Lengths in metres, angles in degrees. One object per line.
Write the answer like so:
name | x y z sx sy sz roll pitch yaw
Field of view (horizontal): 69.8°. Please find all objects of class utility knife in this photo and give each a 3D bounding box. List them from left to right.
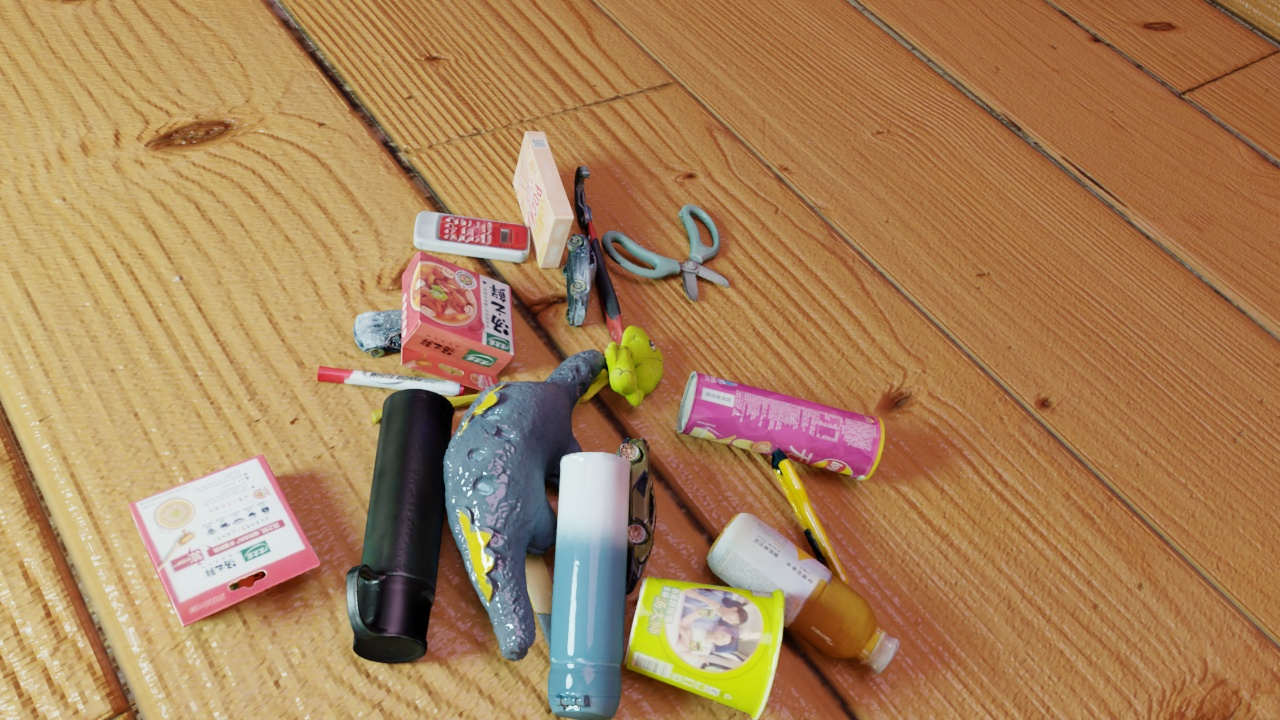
utility knife | -0.102 0.189 0.840 0.031 0.021 0.204 -12 49 -24
utility knife | 0.180 0.184 0.913 0.015 0.033 0.216 -17 65 -17

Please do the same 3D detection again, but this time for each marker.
marker | -0.253 0.022 0.935 0.145 0.017 0.017 7 50 -11
marker | -0.030 0.008 1.017 0.018 0.015 0.123 40 51 11

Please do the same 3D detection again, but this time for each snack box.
snack box | -0.348 0.156 0.774 0.113 0.044 0.127 -22 59 -32
snack box | -0.190 -0.039 0.960 0.113 0.044 0.127 20 42 -34
snack box | -0.120 -0.196 1.114 0.026 0.085 0.157 -2 52 -23

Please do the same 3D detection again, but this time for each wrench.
wrench | -0.051 -0.126 1.103 0.016 0.056 0.273 -3 56 -17

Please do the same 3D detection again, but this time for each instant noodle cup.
instant noodle cup | 0.052 0.239 0.795 0.123 0.112 0.111 13 48 4

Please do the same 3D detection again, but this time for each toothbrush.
toothbrush | -0.177 0.044 0.939 0.189 0.016 0.016 -9 40 -24

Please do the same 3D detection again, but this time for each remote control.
remote control | -0.199 -0.148 1.091 0.136 0.020 0.055 7 50 -12

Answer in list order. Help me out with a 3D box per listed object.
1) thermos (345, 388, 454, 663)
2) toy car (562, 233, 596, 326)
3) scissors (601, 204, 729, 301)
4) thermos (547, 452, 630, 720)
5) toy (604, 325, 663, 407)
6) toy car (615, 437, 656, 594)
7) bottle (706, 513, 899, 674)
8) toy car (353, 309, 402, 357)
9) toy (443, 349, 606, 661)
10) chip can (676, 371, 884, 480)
thermos | -0.211 0.133 0.807 0.068 0.090 0.242 -15 49 12
toy car | -0.070 -0.094 1.064 0.036 0.054 0.120 6 50 -11
scissors | 0.032 -0.147 1.157 0.170 0.019 0.171 14 50 -16
thermos | -0.044 0.191 0.787 0.070 0.070 0.220 6 69 -12
toy | -0.006 0.006 0.998 0.100 0.031 0.096 10 63 -55
toy car | -0.010 0.146 0.873 0.042 0.070 0.157 8 52 -14
bottle | 0.153 0.220 0.860 0.189 0.068 0.067 35 50 13
toy car | -0.249 -0.034 0.973 0.105 0.031 0.049 -6 56 -24
toy | -0.111 0.095 0.855 0.138 0.092 0.355 34 42 -17
chip can | 0.149 0.070 0.984 0.210 0.072 0.071 14 48 -5
